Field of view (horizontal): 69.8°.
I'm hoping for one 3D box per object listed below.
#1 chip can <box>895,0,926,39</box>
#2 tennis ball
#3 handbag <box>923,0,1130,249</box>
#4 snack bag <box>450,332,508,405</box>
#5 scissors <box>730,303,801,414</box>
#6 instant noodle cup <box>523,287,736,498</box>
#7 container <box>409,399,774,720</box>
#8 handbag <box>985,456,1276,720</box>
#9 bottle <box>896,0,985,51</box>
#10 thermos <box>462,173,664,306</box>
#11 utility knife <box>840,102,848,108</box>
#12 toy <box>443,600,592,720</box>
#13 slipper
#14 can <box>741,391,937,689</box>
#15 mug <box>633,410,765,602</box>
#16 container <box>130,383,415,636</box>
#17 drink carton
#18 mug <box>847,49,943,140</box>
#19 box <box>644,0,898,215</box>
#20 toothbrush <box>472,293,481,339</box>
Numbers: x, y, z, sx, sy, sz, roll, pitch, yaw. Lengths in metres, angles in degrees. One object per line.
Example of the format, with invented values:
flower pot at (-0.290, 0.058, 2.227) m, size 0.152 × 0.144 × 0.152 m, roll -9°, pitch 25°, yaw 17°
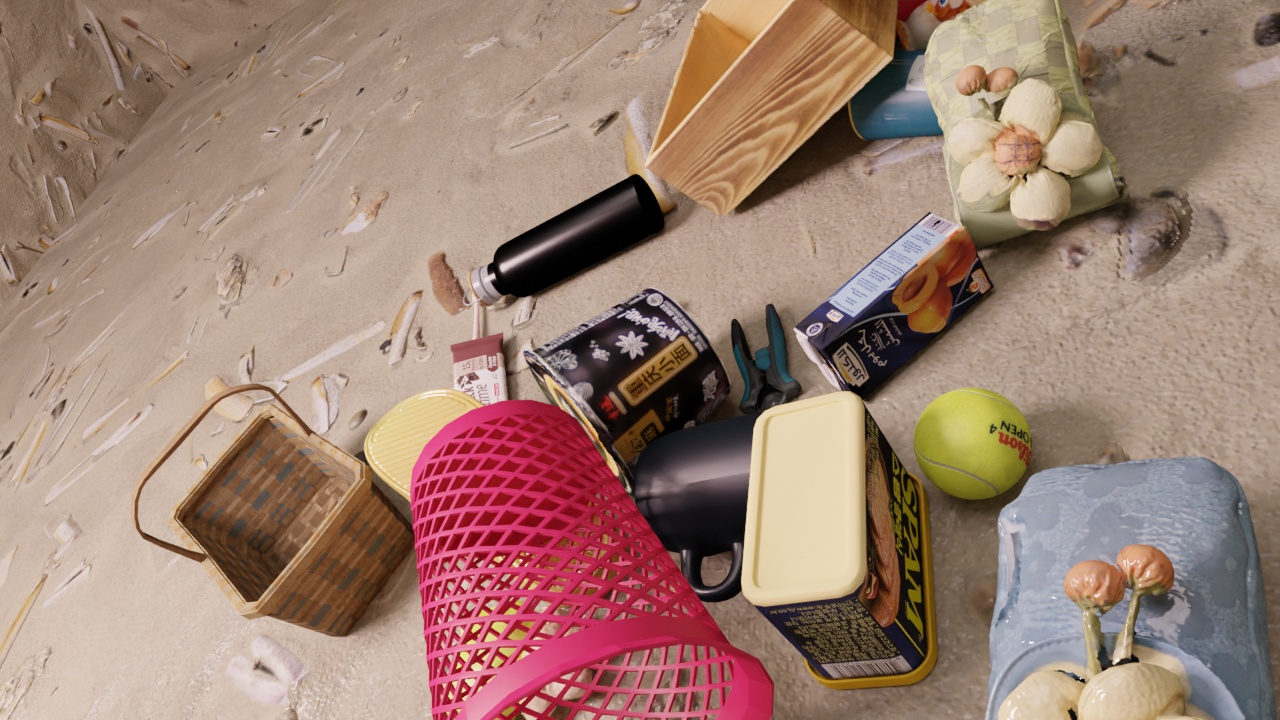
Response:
chip can at (0.320, -0.392, 0.871) m, size 0.221 × 0.069 × 0.069 m, roll -29°, pitch 39°, yaw 15°
tennis ball at (0.195, 0.049, 0.539) m, size 0.065 × 0.065 × 0.065 m, roll -23°, pitch 41°, yaw 21°
handbag at (0.255, -0.172, 0.641) m, size 0.113 × 0.116 × 0.186 m, roll -19°, pitch 76°, yaw 30°
snack bag at (-0.153, 0.030, 0.877) m, size 0.057 × 0.013 × 0.157 m, roll -14°, pitch 44°, yaw 0°
scissors at (0.099, 0.007, 0.701) m, size 0.128 × 0.019 × 0.140 m, roll 17°, pitch 66°, yaw 47°
instant noodle cup at (-0.005, 0.016, 0.696) m, size 0.112 × 0.137 × 0.137 m, roll -38°, pitch 37°, yaw -11°
container at (-0.055, 0.140, 0.546) m, size 0.183 × 0.183 × 0.225 m, roll -37°, pitch 42°, yaw 5°
handbag at (0.212, 0.128, 0.403) m, size 0.122 × 0.118 × 0.191 m, roll -6°, pitch 54°, yaw 37°
bottle at (0.286, -0.312, 0.825) m, size 0.109 × 0.063 × 0.063 m, roll -21°, pitch 41°, yaw 23°
thermos at (-0.090, -0.113, 0.946) m, size 0.232 × 0.061 × 0.061 m, roll -24°, pitch 40°, yaw 20°
utility knife at (0.246, -0.260, 0.846) m, size 0.180 × 0.016 × 0.022 m, roll -15°, pitch 43°, yaw 27°
toy at (-0.083, 0.209, 0.633) m, size 0.115 × 0.046 × 0.091 m, roll -9°, pitch 48°, yaw 25°
slipper at (-0.113, 0.109, 0.738) m, size 0.263 × 0.078 × 0.099 m, roll 31°, pitch 74°, yaw 34°
can at (0.113, 0.101, 0.524) m, size 0.075 × 0.104 × 0.135 m, roll -16°, pitch 44°, yaw 28°
mug at (0.052, 0.098, 0.599) m, size 0.095 × 0.085 × 0.121 m, roll -15°, pitch 51°, yaw 30°
container at (-0.338, 0.122, 0.818) m, size 0.250 × 0.186 × 0.157 m, roll 17°, pitch 64°, yaw 48°
drink carton at (0.176, -0.036, 0.641) m, size 0.130 × 0.064 × 0.040 m, roll -41°, pitch 32°, yaw -1°
mug at (0.246, -0.222, 0.764) m, size 0.121 × 0.078 × 0.078 m, roll 14°, pitch 62°, yaw 42°
box at (0.059, -0.369, 0.799) m, size 0.283 × 0.315 × 0.278 m, roll -37°, pitch 26°, yaw 46°
toothbrush at (-0.168, -0.022, 0.961) m, size 0.018 × 0.016 × 0.181 m, roll -23°, pitch 39°, yaw 12°
